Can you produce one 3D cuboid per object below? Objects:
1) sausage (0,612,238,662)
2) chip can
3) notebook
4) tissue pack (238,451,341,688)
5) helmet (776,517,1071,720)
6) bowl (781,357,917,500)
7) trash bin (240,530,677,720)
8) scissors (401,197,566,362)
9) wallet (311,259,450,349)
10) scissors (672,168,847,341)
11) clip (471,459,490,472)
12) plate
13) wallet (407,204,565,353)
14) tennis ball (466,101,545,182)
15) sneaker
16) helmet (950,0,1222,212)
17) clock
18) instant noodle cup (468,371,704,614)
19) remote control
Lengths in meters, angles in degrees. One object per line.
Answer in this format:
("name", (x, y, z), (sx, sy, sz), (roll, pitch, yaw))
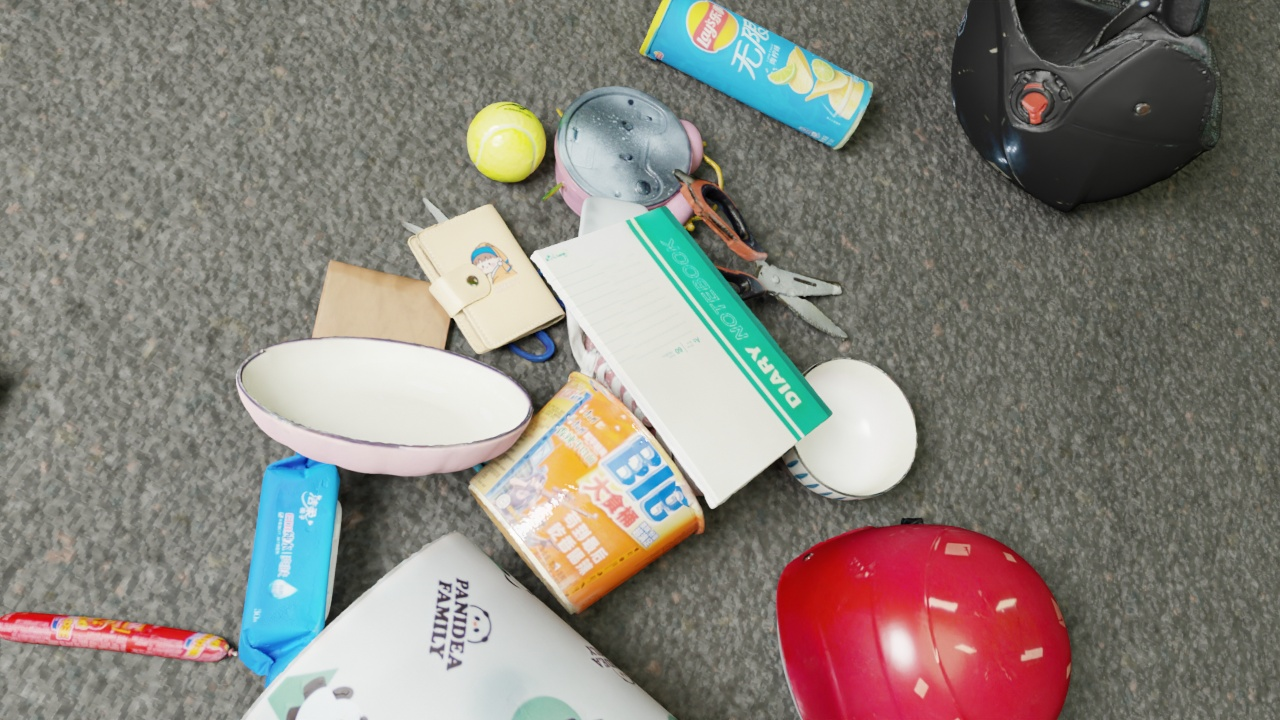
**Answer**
("sausage", (-0.346, 0.183, 0.607), (0.155, 0.020, 0.020), (11, 70, -13))
("chip can", (0.108, -0.274, 0.858), (0.210, 0.071, 0.071), (25, 67, -7))
("notebook", (0.034, -0.014, 0.655), (0.150, 0.012, 0.209), (-29, 78, -44))
("tissue pack", (-0.232, 0.138, 0.614), (0.052, 0.095, 0.157), (8, 71, -20))
("helmet", (0.237, 0.217, 0.698), (0.239, 0.144, 0.206), (-8, 73, -19))
("bowl", (0.163, 0.062, 0.766), (0.116, 0.066, 0.116), (5, 72, -14))
("trash bin", (-0.089, 0.255, 0.554), (0.252, 0.230, 0.229), (44, 66, 8))
("scissors", (-0.124, -0.064, 0.755), (0.170, 0.012, 0.144), (8, 70, -12))
("wallet", (-0.203, -0.015, 0.713), (0.101, 0.020, 0.115), (12, 73, -13))
("scissors", (0.095, -0.079, 0.777), (0.224, 0.015, 0.188), (54, 45, -5))
("clip", (-0.134, 0.064, 0.709), (0.037, 0.013, 0.055), (-38, 86, -23))
("plate", (-0.171, 0.033, 0.621), (0.192, 0.192, 0.039), (9, 108, -13))
("wallet", (-0.125, -0.065, 0.732), (0.087, 0.024, 0.115), (-29, 80, -28))
("tennis ball", (-0.112, -0.182, 0.768), (0.065, 0.066, 0.065), (5, 71, -14))
("sneaker", (-0.004, 0.004, 0.715), (0.088, 0.118, 0.240), (-16, 57, -2))
("helmet", (0.407, -0.271, 0.857), (0.274, 0.231, 0.232), (33, 52, -5))
("clock", (-0.001, -0.168, 0.799), (0.158, 0.060, 0.117), (11, 69, -11))
("instant noodle cup", (-0.043, 0.100, 0.657), (0.111, 0.151, 0.151), (-39, 86, -15))
("remote control", (-0.022, -0.077, 0.701), (0.056, 0.020, 0.135), (10, 46, -8))
